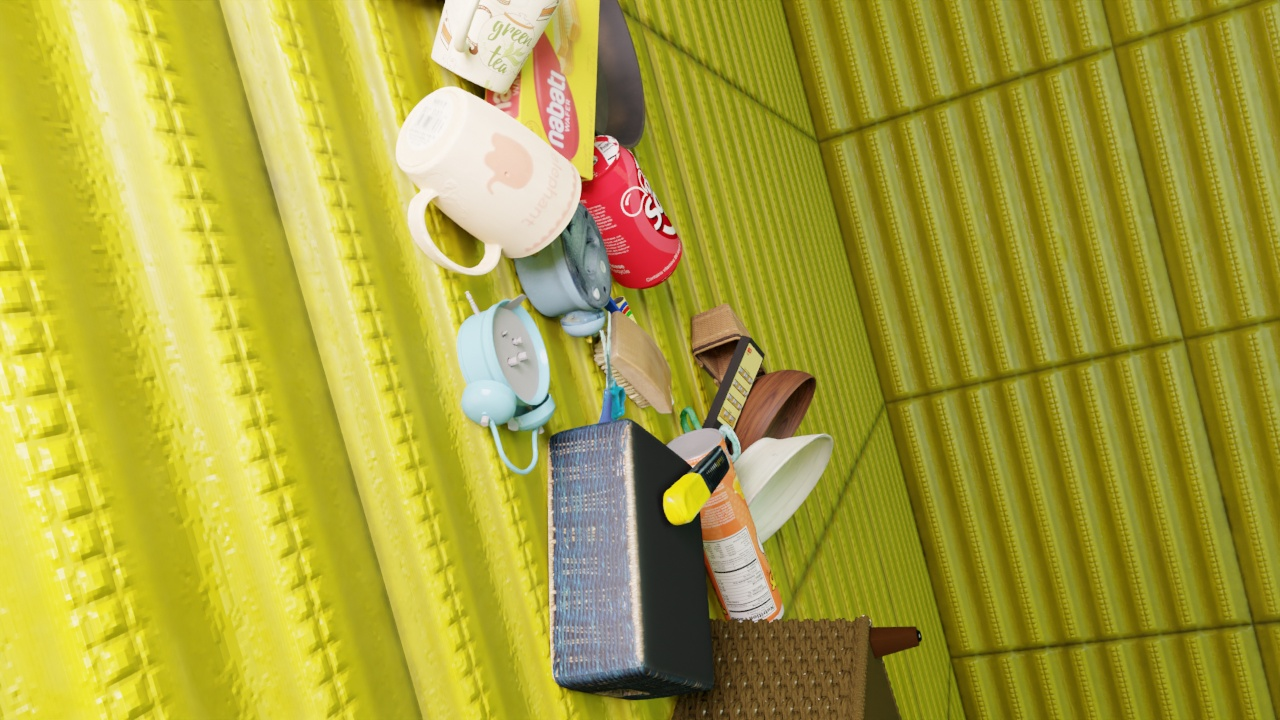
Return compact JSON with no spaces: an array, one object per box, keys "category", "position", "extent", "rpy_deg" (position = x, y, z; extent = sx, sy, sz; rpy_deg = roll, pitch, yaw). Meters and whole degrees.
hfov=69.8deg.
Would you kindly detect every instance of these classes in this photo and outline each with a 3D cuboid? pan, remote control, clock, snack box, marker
[{"category":"pan","position":[-0.091,-0.334,0.838],"extent":[0.356,0.043,0.248],"rpy_deg":[40,42,-56]},{"category":"remote control","position":[0.105,0.041,1.055],"extent":[0.058,0.013,0.133],"rpy_deg":[39,72,-57]},{"category":"clock","position":[-0.087,0.016,0.620],"extent":[0.087,0.042,0.123],"rpy_deg":[20,57,-66]},{"category":"snack box","position":[-0.077,-0.249,0.736],"extent":[0.092,0.042,0.200],"rpy_deg":[10,81,-56]},{"category":"marker","position":[0.004,-0.006,0.913],"extent":[0.014,0.014,0.132],"rpy_deg":[-75,145,-52]},{"category":"clock","position":[-0.057,-0.071,0.744],"extent":[0.124,0.052,0.088],"rpy_deg":[57,26,-43]}]

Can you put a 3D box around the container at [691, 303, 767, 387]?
[{"category":"container","position":[0.105,-0.018,1.124],"extent":[0.114,0.063,0.061],"rpy_deg":[45,29,-54]}]

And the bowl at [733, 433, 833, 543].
[{"category":"bowl","position":[0.141,0.139,1.050],"extent":[0.058,0.177,0.176],"rpy_deg":[40,5,27]}]

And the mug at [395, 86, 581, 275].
[{"category":"mug","position":[-0.110,-0.114,0.610],"extent":[0.104,0.085,0.111],"rpy_deg":[34,74,-47]}]

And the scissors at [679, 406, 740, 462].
[{"category":"scissors","position":[0.082,0.105,0.960],"extent":[0.012,0.120,0.128],"rpy_deg":[-28,95,-27]}]

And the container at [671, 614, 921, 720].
[{"category":"container","position":[0.142,0.363,0.756],"extent":[0.320,0.205,0.176],"rpy_deg":[-52,125,-65]}]

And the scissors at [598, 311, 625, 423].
[{"category":"scissors","position":[-0.027,0.025,0.756],"extent":[0.135,0.015,0.086],"rpy_deg":[87,13,-47]}]

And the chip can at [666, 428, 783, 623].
[{"category":"chip can","position":[0.086,0.176,0.939],"extent":[0.062,0.062,0.210],"rpy_deg":[-58,130,-63]}]

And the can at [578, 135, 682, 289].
[{"category":"can","position":[-0.018,-0.133,0.852],"extent":[0.142,0.074,0.074],"rpy_deg":[55,29,-44]}]

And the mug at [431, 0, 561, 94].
[{"category":"mug","position":[-0.103,-0.242,0.635],"extent":[0.081,0.097,0.121],"rpy_deg":[26,16,-8]}]

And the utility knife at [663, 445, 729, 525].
[{"category":"utility knife","position":[0.052,0.098,0.754],"extent":[0.170,0.020,0.029],"rpy_deg":[-23,98,-69]}]

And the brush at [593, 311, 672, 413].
[{"category":"brush","position":[-0.005,0.005,0.846],"extent":[0.117,0.039,0.049],"rpy_deg":[50,33,-51]}]

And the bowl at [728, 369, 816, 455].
[{"category":"bowl","position":[0.147,0.066,1.130],"extent":[0.147,0.069,0.147],"rpy_deg":[-45,154,-28]}]

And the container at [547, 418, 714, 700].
[{"category":"container","position":[-0.005,0.155,0.702],"extent":[0.145,0.071,0.187],"rpy_deg":[43,38,-56]}]

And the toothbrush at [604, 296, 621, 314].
[{"category":"toothbrush","position":[-0.024,-0.045,0.850],"extent":[0.187,0.017,0.011],"rpy_deg":[53,38,-41]}]
